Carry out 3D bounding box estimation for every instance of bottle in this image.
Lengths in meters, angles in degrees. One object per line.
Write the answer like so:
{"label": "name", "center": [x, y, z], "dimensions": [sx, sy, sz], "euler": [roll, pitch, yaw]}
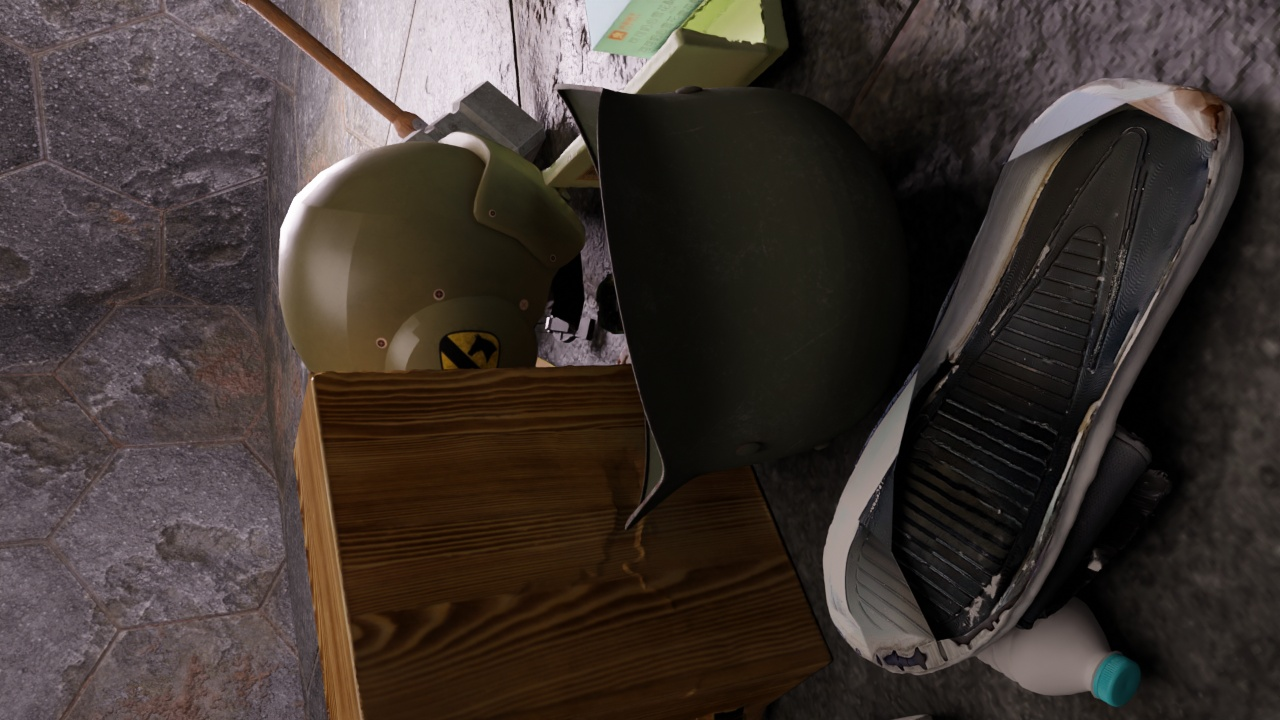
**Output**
{"label": "bottle", "center": [0.157, 0.111, 0.414], "dimensions": [0.136, 0.044, 0.044], "euler": [25, 113, 59]}

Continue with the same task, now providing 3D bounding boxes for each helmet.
{"label": "helmet", "center": [-0.147, -0.060, 0.721], "dimensions": [0.250, 0.255, 0.233], "euler": [30, 120, 57]}
{"label": "helmet", "center": [0.050, -0.040, 0.452], "dimensions": [0.267, 0.154, 0.227], "euler": [12, -112, -81]}

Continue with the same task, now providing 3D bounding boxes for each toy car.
{"label": "toy car", "center": [0.008, -0.046, 0.691], "dimensions": [0.106, 0.032, 0.048], "euler": [-9, 83, 47]}

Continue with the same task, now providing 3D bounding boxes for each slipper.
{"label": "slipper", "center": [0.164, 0.018, 0.383], "dimensions": [0.111, 0.063, 0.264], "euler": [36, 110, 56]}

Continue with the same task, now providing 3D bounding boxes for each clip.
{"label": "clip", "center": [-0.001, 0.005, 0.727], "dimensions": [0.061, 0.049, 0.025], "euler": [-40, 43, 5]}

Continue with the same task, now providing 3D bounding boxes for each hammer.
{"label": "hammer", "center": [-0.264, -0.259, 0.872], "dimensions": [0.317, 0.162, 0.083], "euler": [39, 142, -2]}

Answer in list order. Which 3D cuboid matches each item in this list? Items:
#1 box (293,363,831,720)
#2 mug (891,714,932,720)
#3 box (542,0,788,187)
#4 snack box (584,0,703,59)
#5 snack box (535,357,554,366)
{"label": "box", "center": [-0.088, 0.211, 0.631], "dimensions": [0.337, 0.278, 0.286], "euler": [-58, 43, 43]}
{"label": "mug", "center": [0.115, 0.237, 0.466], "dimensions": [0.121, 0.091, 0.090], "euler": [66, -170, -68]}
{"label": "box", "center": [0.010, -0.187, 0.607], "dimensions": [0.188, 0.097, 0.082], "euler": [-27, 67, 54]}
{"label": "snack box", "center": [0.032, -0.261, 0.592], "dimensions": [0.175, 0.074, 0.053], "euler": [-30, 65, 58]}
{"label": "snack box", "center": [-0.132, 0.034, 0.904], "dimensions": [0.126, 0.040, 0.088], "euler": [26, 116, 43]}
